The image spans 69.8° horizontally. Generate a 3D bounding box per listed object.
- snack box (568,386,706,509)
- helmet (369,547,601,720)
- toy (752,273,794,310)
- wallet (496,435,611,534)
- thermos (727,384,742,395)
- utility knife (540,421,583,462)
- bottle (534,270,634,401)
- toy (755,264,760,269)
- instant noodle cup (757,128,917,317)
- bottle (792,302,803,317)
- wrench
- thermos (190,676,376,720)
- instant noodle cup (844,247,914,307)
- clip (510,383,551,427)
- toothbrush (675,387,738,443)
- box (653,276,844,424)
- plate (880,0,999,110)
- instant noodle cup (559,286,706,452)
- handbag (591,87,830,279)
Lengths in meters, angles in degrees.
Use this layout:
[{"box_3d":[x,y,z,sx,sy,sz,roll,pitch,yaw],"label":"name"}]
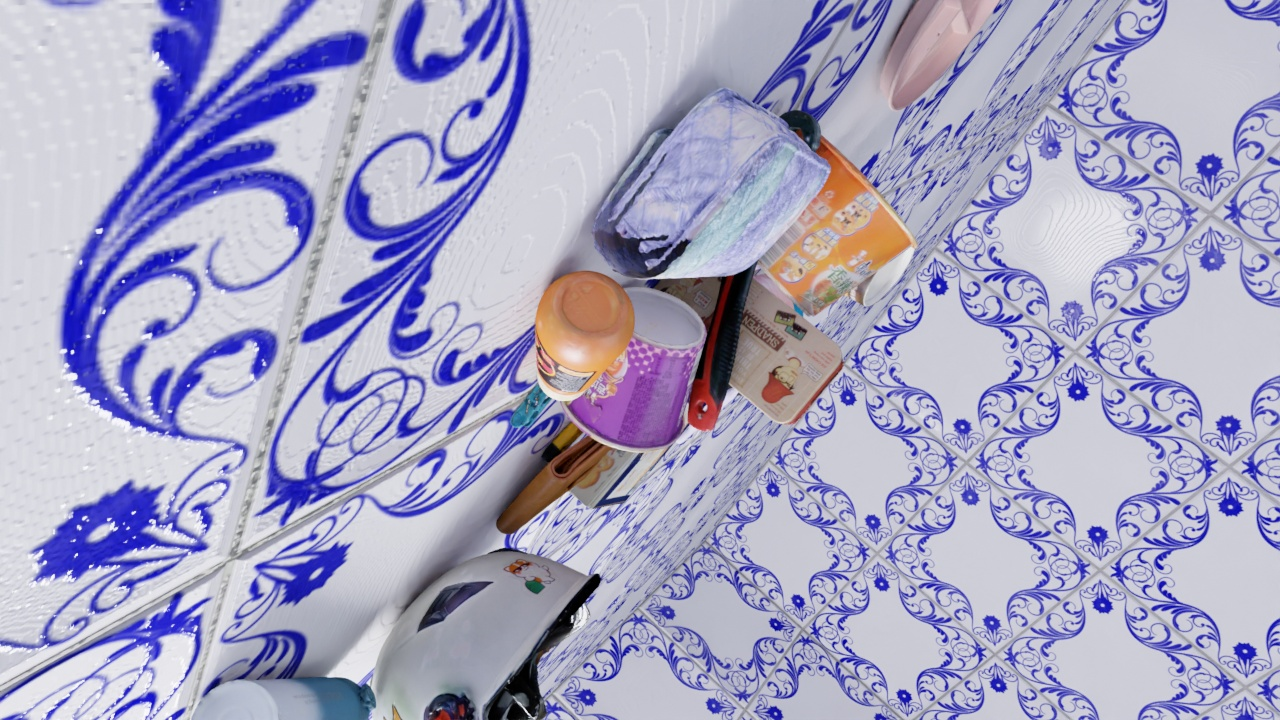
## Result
[{"box_3d":[0.003,0.097,1.115,0.178,0.046,0.182,-50,167,3],"label":"snack box"},{"box_3d":[-0.164,0.285,0.879,0.229,0.157,0.275,-35,152,-63],"label":"helmet"},{"box_3d":[0.147,-0.023,1.071,0.054,0.159,0.121,-7,-163,45],"label":"toy"},{"box_3d":[-0.079,0.116,0.907,0.107,0.031,0.132,-34,171,-45],"label":"wallet"},{"box_3d":[0.182,0.002,1.360,0.090,0.068,0.241,-60,163,23],"label":"thermos"},{"box_3d":[-0.031,0.038,0.914,0.180,0.015,0.033,-44,169,-16],"label":"utility knife"},{"box_3d":[-0.048,-0.007,0.661,0.066,0.067,0.150,-43,172,-25],"label":"bottle"},{"box_3d":[0.163,-0.141,0.991,0.083,0.039,0.108,-12,143,-54],"label":"toy"},{"box_3d":[0.151,-0.118,0.813,0.111,0.151,0.151,-43,167,11],"label":"instant noodle cup"},{"box_3d":[0.127,-0.024,1.138,0.218,0.065,0.065,-33,159,-46],"label":"bottle"},{"box_3d":[0.086,-0.072,0.758,0.016,0.056,0.273,7,103,-48],"label":"wrench"},{"box_3d":[-0.272,0.283,0.727,0.070,0.070,0.221,-46,166,-11],"label":"thermos"},{"box_3d":[0.246,-0.131,1.075,0.118,0.114,0.119,-39,154,-24],"label":"instant noodle cup"},{"box_3d":[-0.084,0.032,0.744,0.057,0.014,0.047,-52,164,7],"label":"clip"},{"box_3d":[0.107,0.054,1.177,0.190,0.021,0.029,-42,-144,33],"label":"toothbrush"},{"box_3d":[0.092,-0.021,0.817,0.091,0.168,0.075,-51,164,4],"label":"box"},{"box_3d":[0.314,-0.353,0.911,0.229,0.028,0.230,-44,165,-16],"label":"plate"},{"box_3d":[-0.002,0.002,0.743,0.111,0.111,0.099,-32,149,-50],"label":"instant noodle cup"},{"box_3d":[0.055,-0.116,0.651,0.134,0.075,0.193,-49,166,18],"label":"handbag"}]
